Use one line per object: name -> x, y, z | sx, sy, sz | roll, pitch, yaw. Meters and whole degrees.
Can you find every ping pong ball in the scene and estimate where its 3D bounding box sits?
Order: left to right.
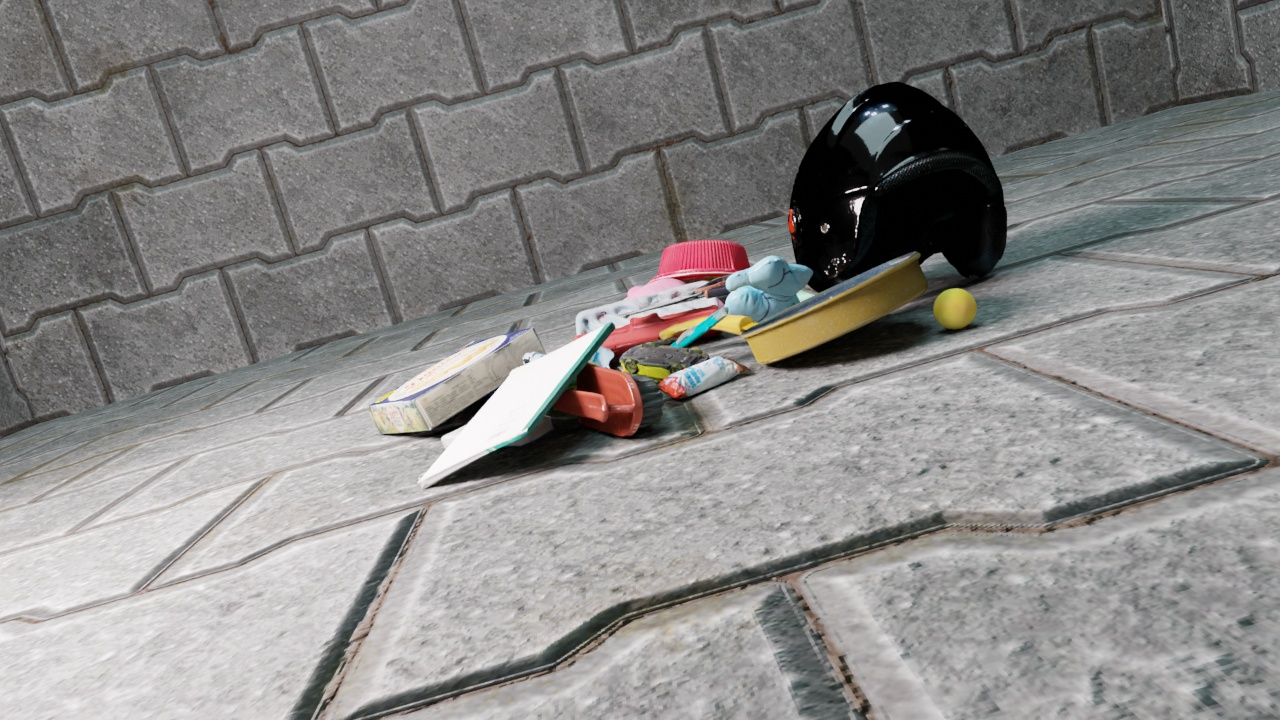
ping pong ball -> 0.308, -0.051, 0.898 | 0.040, 0.040, 0.040 | -15, 10, 3

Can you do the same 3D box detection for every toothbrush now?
toothbrush -> 0.223, -0.068, 1.159 | 0.026, 0.027, 0.224 | -29, 10, 1

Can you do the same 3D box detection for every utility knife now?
utility knife -> 0.044, -0.019, 1.034 | 0.180, 0.013, 0.029 | -37, 14, 47

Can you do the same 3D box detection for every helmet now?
helmet -> 0.298, -0.195, 1.124 | 0.233, 0.230, 0.275 | 0, -25, -19

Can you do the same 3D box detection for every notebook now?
notebook -> -0.118, 0.038, 0.903 | 0.151, 0.012, 0.208 | -26, 17, 32

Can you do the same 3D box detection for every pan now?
pan -> 0.147, -0.049, 1.012 | 0.197, 0.078, 0.359 | -26, 1, -40

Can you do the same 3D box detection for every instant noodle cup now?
instant noodle cup -> 0.103, -0.150, 1.489 | 0.194, 0.066, 0.194 | -2, -7, 0

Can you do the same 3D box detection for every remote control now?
remote control -> -0.149, 0.075, 0.956 | 0.125, 0.024, 0.048 | -8, 12, 38

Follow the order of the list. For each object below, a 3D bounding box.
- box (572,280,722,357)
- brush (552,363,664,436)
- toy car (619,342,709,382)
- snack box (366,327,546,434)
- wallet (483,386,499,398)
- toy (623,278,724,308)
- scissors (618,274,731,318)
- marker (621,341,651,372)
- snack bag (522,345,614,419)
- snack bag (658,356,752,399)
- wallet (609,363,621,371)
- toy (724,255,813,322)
box -> 0.010, -0.046, 1.236 | 0.201, 0.074, 0.154 | -13, 20, 4
brush -> -0.035, 0.038, 0.868 | 0.069, 0.063, 0.146 | -4, 6, -24
toy car -> 0.026, 0.006, 1.010 | 0.105, 0.032, 0.048 | 9, 32, 32
snack box -> -0.234, 0.027, 1.153 | 0.177, 0.046, 0.183 | -35, 15, -32
wallet -> -0.179, 0.020, 1.256 | 0.106, 0.040, 0.133 | -29, 15, -23
toy -> 0.041, -0.079, 1.369 | 0.179, 0.075, 0.194 | 0, 19, 17
scissors -> 0.071, -0.086, 1.189 | 0.207, 0.015, 0.191 | -8, 13, 18
marker -> -0.006, 0.006, 1.081 | 0.015, 0.018, 0.123 | -32, 11, 30
snack bag -> -0.077, 0.016, 1.033 | 0.110, 0.039, 0.191 | -17, 20, -6
snack bag -> 0.061, 0.017, 0.944 | 0.104, 0.026, 0.048 | -21, 26, -22
wallet -> -0.091, 0.026, 1.090 | 0.122, 0.020, 0.096 | -16, 18, -21
toy -> 0.151, -0.077, 1.131 | 0.161, 0.049, 0.157 | 8, -27, -39
